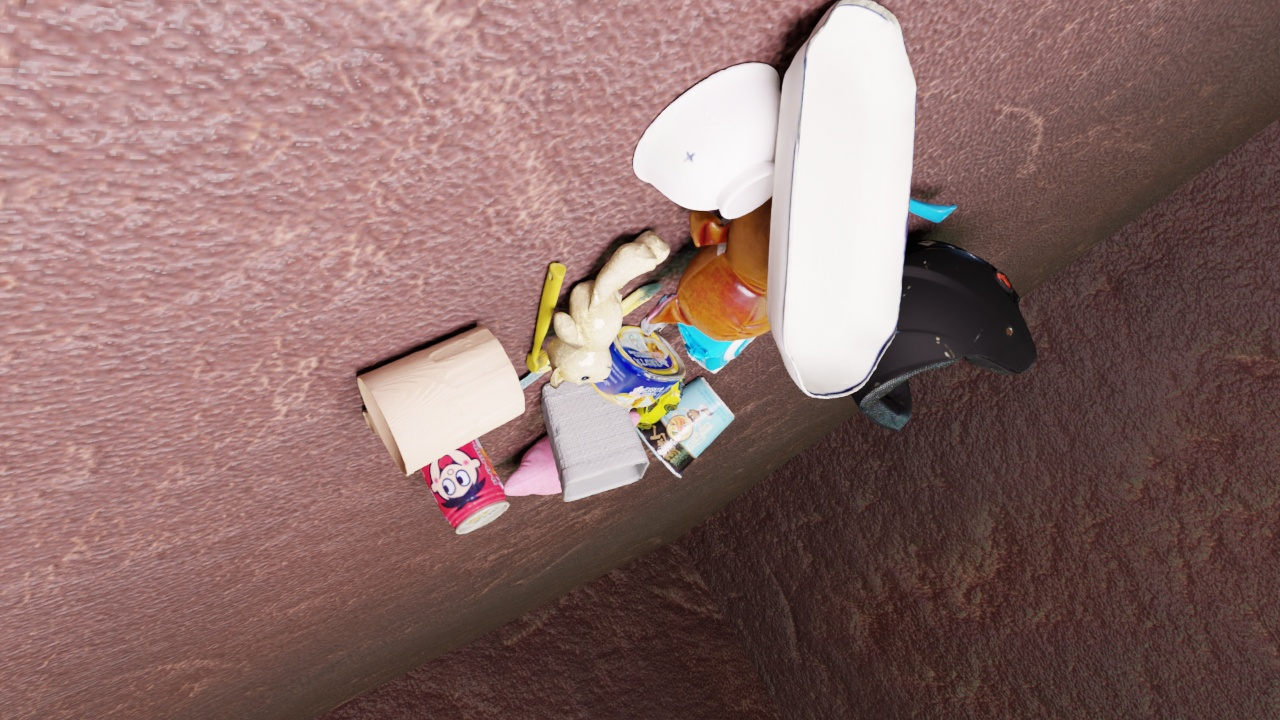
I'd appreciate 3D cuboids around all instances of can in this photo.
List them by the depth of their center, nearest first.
[{"bbox_3d":[-0.181,0.122,0.935,0.066,0.093,0.066,-29,165,-9],"label":"can"},{"bbox_3d":[-0.006,0.006,0.947,0.049,0.074,0.148,-40,164,18],"label":"can"}]

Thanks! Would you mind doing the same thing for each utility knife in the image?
[{"bbox_3d":[-0.065,-0.016,0.887,0.207,0.021,0.031,-31,160,18],"label":"utility knife"}]

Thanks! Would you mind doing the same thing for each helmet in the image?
[{"bbox_3d":[0.369,-0.049,1.209,0.273,0.230,0.234,-31,178,-43],"label":"helmet"}]

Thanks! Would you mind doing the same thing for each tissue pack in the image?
[{"bbox_3d":[0.098,-0.052,0.935,0.140,0.063,0.090,-46,168,-4],"label":"tissue pack"}]

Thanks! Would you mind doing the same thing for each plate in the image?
[{"bbox_3d":[0.135,-0.107,0.634,0.034,0.266,0.161,11,-166,41],"label":"plate"}]

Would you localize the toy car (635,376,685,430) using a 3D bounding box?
[{"bbox_3d":[0.021,0.053,1.213,0.032,0.048,0.105,28,139,-19],"label":"toy car"}]

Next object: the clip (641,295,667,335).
[{"bbox_3d":[0.022,-0.044,0.935,0.033,0.025,0.057,-14,162,-36],"label":"clip"}]

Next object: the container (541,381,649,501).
[{"bbox_3d":[-0.054,0.078,0.981,0.090,0.114,0.090,-15,162,-12],"label":"container"}]

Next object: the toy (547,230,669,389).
[{"bbox_3d":[-0.029,-0.041,0.765,0.158,0.066,0.104,-55,178,32],"label":"toy"}]

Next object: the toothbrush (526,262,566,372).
[{"bbox_3d":[-0.080,-0.033,0.787,0.016,0.015,0.190,-30,166,-23],"label":"toothbrush"}]

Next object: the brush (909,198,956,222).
[{"bbox_3d":[0.286,-0.168,0.992,0.254,0.046,0.083,-3,146,-49],"label":"brush"}]

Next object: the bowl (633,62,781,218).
[{"bbox_3d":[0.061,-0.138,0.630,0.118,0.064,0.118,-30,165,-9],"label":"bowl"}]

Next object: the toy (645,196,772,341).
[{"bbox_3d":[0.093,-0.088,0.771,0.140,0.130,0.200,9,141,-16],"label":"toy"}]

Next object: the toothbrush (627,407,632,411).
[{"bbox_3d":[-0.002,0.049,1.198,0.029,0.021,0.190,-59,-176,-39],"label":"toothbrush"}]

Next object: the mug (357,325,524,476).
[{"bbox_3d":[-0.162,0.030,0.731,0.103,0.084,0.125,-27,-171,-22],"label":"mug"}]

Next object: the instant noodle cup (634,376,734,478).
[{"bbox_3d":[0.066,0.088,1.317,0.120,0.111,0.111,-41,164,4],"label":"instant noodle cup"}]

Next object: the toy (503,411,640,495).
[{"bbox_3d":[-0.090,0.118,1.153,0.195,0.074,0.178,-33,176,20],"label":"toy"}]
